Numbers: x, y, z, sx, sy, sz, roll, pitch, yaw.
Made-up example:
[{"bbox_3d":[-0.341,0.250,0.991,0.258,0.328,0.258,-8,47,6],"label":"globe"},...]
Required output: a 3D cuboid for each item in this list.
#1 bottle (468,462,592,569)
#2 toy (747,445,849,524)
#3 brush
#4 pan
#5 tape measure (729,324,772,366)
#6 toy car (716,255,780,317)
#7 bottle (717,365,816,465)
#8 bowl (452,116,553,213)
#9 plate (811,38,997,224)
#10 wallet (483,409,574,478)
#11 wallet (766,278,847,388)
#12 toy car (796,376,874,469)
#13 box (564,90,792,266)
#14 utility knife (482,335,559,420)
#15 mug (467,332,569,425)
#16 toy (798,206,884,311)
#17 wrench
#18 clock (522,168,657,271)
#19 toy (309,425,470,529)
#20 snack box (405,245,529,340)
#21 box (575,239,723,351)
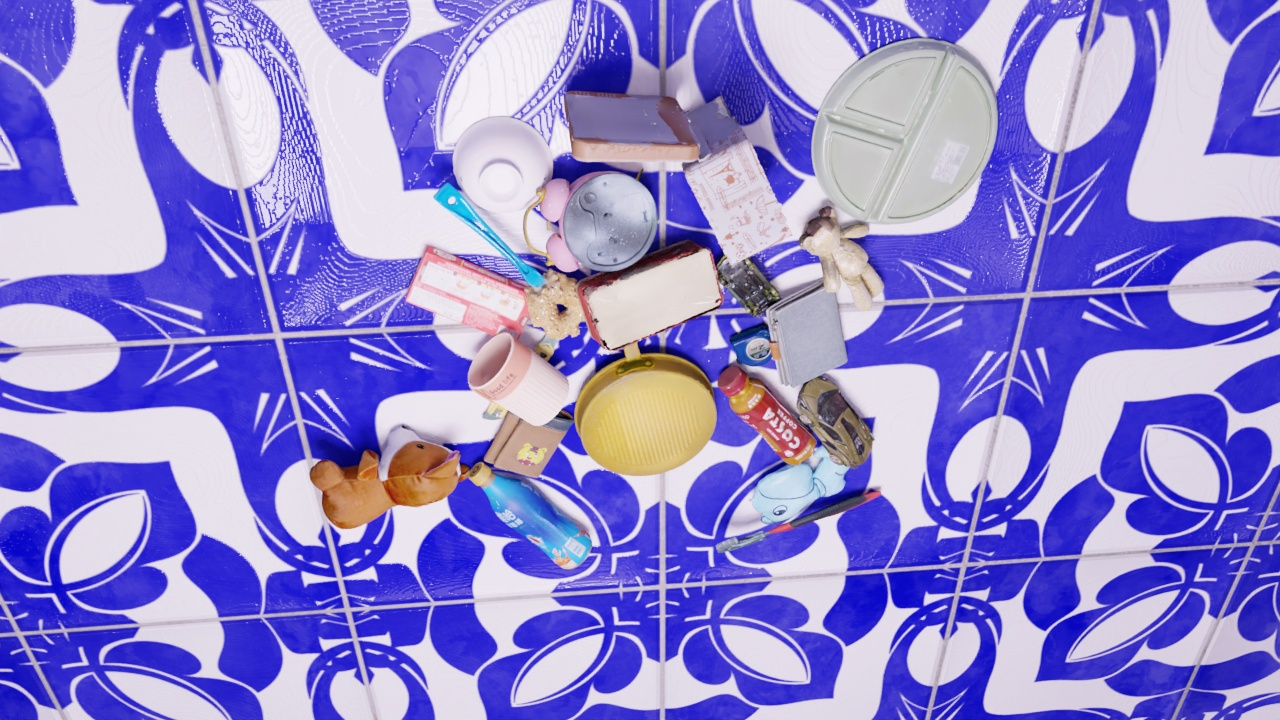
[{"bbox_3d":[-0.163,0.223,1.335,0.065,0.065,0.218,-38,117,17],"label":"bottle"},{"bbox_3d":[0.234,0.186,1.359,0.156,0.049,0.162,2,127,-17],"label":"toy"},{"bbox_3d":[-0.152,-0.119,1.112,0.083,0.046,0.254,-44,120,2],"label":"brush"},{"bbox_3d":[-0.007,0.007,1.229,0.197,0.078,0.358,-14,128,-2],"label":"pan"},{"bbox_3d":[0.153,-0.019,1.240,0.058,0.025,0.054,-21,123,9],"label":"tape measure"},{"bbox_3d":[0.137,-0.101,1.182,0.048,0.032,0.105,-37,124,16],"label":"toy car"},{"bbox_3d":[0.175,0.075,1.281,0.057,0.057,0.175,-38,117,17],"label":"bottle"},{"bbox_3d":[-0.160,-0.216,1.064,0.118,0.064,0.118,-3,121,-5],"label":"bowl"},{"bbox_3d":[0.320,-0.266,1.103,0.230,0.027,0.231,-2,123,-4],"label":"plate"},{"bbox_3d":[-0.157,0.109,1.284,0.090,0.033,0.115,20,121,-24],"label":"wallet"},{"bbox_3d":[0.219,-0.035,1.225,0.106,0.037,0.130,-25,124,-10],"label":"wallet"},{"bbox_3d":[0.274,0.088,1.291,0.158,0.042,0.070,47,67,-25],"label":"toy car"},{"bbox_3d":[0.048,-0.228,1.011,0.270,0.179,0.134,26,116,-21],"label":"box"},{"bbox_3d":[-0.151,0.011,1.238,0.031,0.021,0.205,25,112,-30],"label":"utility knife"},{"bbox_3d":[-0.167,0.030,1.193,0.115,0.081,0.106,-21,135,39],"label":"mug"},{"bbox_3d":[0.259,-0.125,1.170,0.157,0.066,0.105,43,76,-31],"label":"toy"},{"bbox_3d":[0.238,0.241,1.375,0.273,0.016,0.056,-16,161,-14],"label":"wrench"},{"bbox_3d":[-0.061,-0.166,1.090,0.158,0.060,0.117,-14,116,-15],"label":"clock"},{"bbox_3d":[-0.337,0.156,1.258,0.199,0.140,0.130,-8,81,-3],"label":"toy"},{"bbox_3d":[-0.212,-0.082,1.164,0.153,0.025,0.075,22,116,-18],"label":"snack box"},{"bbox_3d":[0.014,-0.081,1.126,0.168,0.076,0.091,-23,111,-13],"label":"box"}]
